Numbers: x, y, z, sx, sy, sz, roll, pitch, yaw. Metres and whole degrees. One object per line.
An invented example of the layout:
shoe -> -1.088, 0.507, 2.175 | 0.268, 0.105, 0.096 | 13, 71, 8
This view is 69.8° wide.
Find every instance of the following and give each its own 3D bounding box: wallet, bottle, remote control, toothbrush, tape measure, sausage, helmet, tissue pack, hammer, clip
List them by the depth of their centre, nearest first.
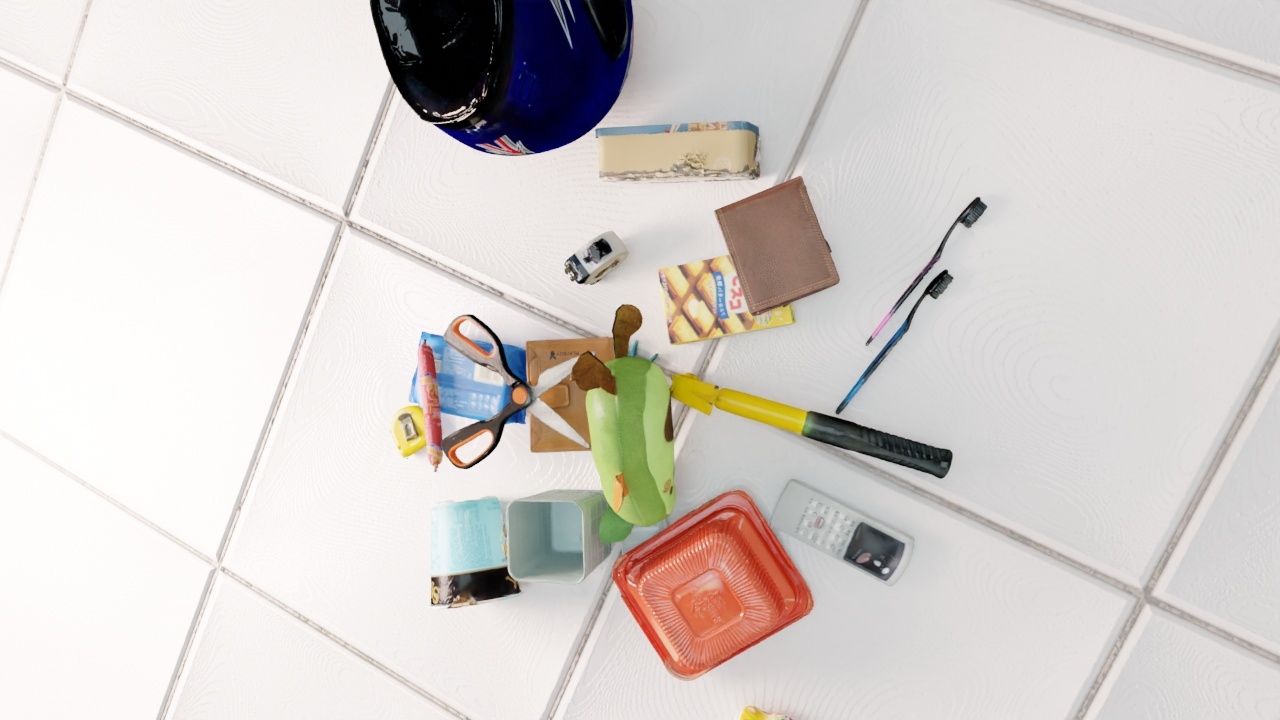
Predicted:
helmet -> -0.130, -0.375, 0.955 | 0.248, 0.239, 0.315 | -3, 100, 39
toothbrush -> 0.296, -0.089, 0.957 | 0.018, 0.014, 0.189 | 35, 102, 0
hammer -> 0.174, 0.066, 0.962 | 0.301, 0.128, 0.033 | 16, 93, 6
wallet -> 0.143, -0.120, 0.962 | 0.101, 0.032, 0.124 | -20, 87, 8
toothbrush -> 0.267, -0.016, 0.969 | 0.016, 0.014, 0.190 | 33, 102, -11
remote control -> 0.216, 0.184, 0.985 | 0.150, 0.021, 0.058 | 25, 99, 15
bottle -> 0.153, 0.414, 0.989 | 0.108, 0.063, 0.063 | 9, 94, 17
tape measure -> -0.047, -0.115, 1.033 | 0.066, 0.065, 0.033 | -37, 85, 16
remote control -> 0.003, 0.181, 1.050 | 0.056, 0.020, 0.136 | -5, 90, 15
clip -> -0.005, 0.007, 1.051 | 0.034, 0.013, 0.054 | 36, 99, 14
wallet -> -0.077, 0.039, 1.054 | 0.108, 0.031, 0.132 | -2, 91, -2
sausage -> -0.243, 0.052, 1.066 | 0.020, 0.020, 0.156 | -6, 90, 17
tissue pack -> -0.200, 0.021, 1.091 | 0.157, 0.052, 0.095 | 9, 92, 17
tape measure -> -0.281, 0.084, 1.129 | 0.060, 0.029, 0.057 | -32, 82, 15

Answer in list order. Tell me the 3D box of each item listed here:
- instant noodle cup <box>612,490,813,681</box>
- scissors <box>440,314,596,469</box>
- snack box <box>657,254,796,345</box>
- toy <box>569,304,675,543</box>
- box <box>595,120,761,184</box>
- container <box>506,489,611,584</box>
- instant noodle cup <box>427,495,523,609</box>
instant noodle cup -> 0.073, 0.252, 0.994 | 0.189, 0.079, 0.164 | -34, 89, 10
scissors -> -0.147, 0.036, 1.024 | 0.235, 0.021, 0.221 | -42, 74, 20
snack box -> 0.094, -0.070, 1.009 | 0.140, 0.033, 0.087 | -10, 88, 14
toy -> -0.009, 0.073, 0.954 | 0.090, 0.226, 0.247 | -2, 121, 15
box -> 0.035, -0.223, 0.993 | 0.184, 0.089, 0.061 | 3, 99, 15
container -> -0.086, 0.191, 1.030 | 0.090, 0.111, 0.090 | -1, 92, 17
instant noodle cup -> -0.199, 0.222, 1.074 | 0.111, 0.111, 0.120 | -10, 81, 17
